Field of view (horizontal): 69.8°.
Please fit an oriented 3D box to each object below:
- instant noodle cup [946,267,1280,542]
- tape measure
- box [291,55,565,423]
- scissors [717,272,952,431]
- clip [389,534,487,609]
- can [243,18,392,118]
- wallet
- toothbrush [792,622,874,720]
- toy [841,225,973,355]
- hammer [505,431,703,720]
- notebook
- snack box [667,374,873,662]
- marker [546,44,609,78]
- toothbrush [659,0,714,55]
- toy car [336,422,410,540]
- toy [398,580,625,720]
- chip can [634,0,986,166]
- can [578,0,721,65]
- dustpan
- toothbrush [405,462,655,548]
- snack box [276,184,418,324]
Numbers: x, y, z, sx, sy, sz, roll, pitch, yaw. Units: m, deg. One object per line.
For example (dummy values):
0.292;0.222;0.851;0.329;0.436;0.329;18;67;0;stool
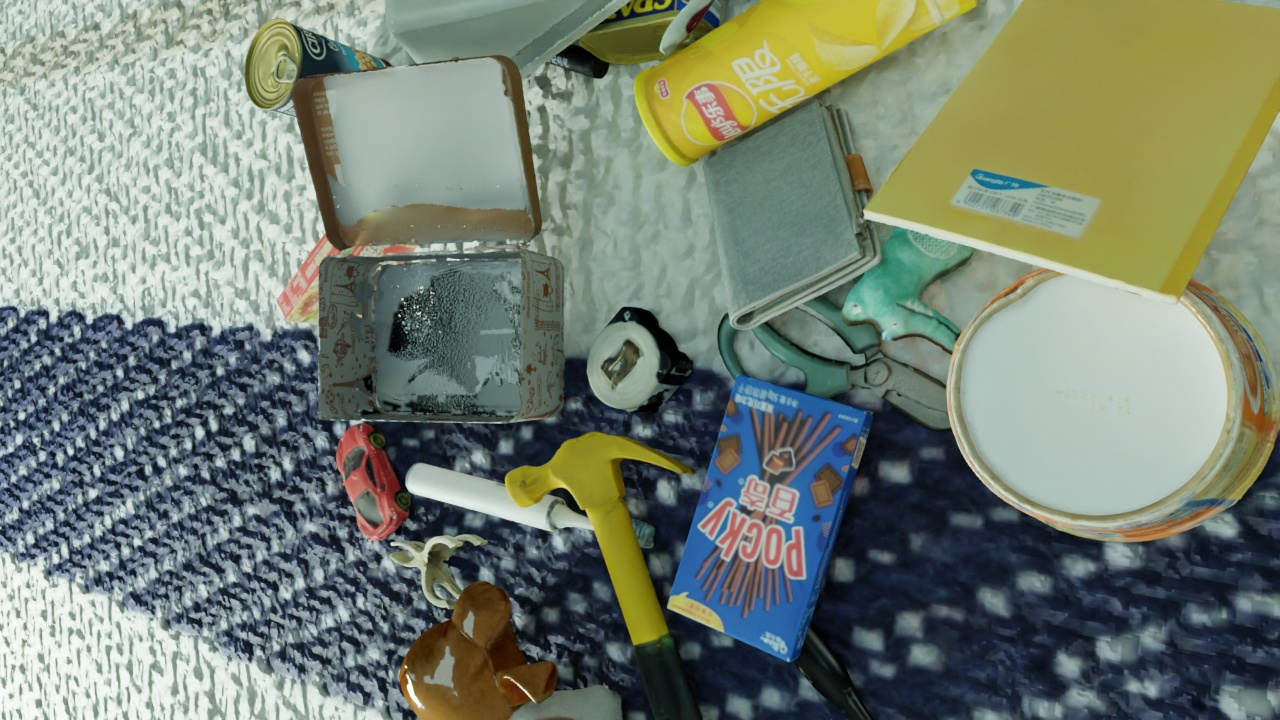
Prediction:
0.226;0.019;0.453;0.152;0.111;0.151;-3;84;33;instant noodle cup
-0.004;0.004;0.652;0.066;0.033;0.065;-51;60;19;tape measure
-0.155;-0.084;0.684;0.179;0.102;0.261;0;92;19;box
0.115;0.010;0.582;0.130;0.019;0.185;-46;62;22;scissors
-0.162;0.155;0.746;0.101;0.035;0.096;40;112;37;clip
-0.276;-0.244;0.806;0.075;0.111;0.075;-2;87;33;can
0.096;-0.094;0.582;0.107;0.037;0.129;-25;54;28;wallet
0.114;0.189;0.566;0.027;0.026;0.212;-31;64;-19;toothbrush
0.162;-0.049;0.544;0.096;0.030;0.092;37;94;16;toy
0.009;0.190;0.618;0.129;0.032;0.300;-23;77;16;hammer
0.225;-0.121;0.454;0.146;0.010;0.205;24;63;32;notebook
0.079;0.094;0.566;0.085;0.026;0.157;17;91;26;snack box
-0.077;-0.249;0.730;0.132;0.020;0.022;28;79;33;marker
0.074;-0.270;0.599;0.017;0.016;0.187;37;85;19;toothbrush
-0.238;0.104;0.801;0.049;0.031;0.106;-39;65;24;toy car
-0.076;0.259;0.642;0.130;0.140;0.199;-28;67;-16;toy
0.100;-0.200;0.578;0.214;0.072;0.072;-22;74;29;chip can
0.010;-0.265;0.651;0.102;0.057;0.083;3;86;34;can
-0.103;-0.308;0.721;0.258;0.142;0.222;-10;71;14;dustpan
-0.087;0.111;0.699;0.221;0.026;0.026;9;99;28;toothbrush
-0.241;-0.091;0.791;0.153;0.075;0.025;-46;65;22;snack box
